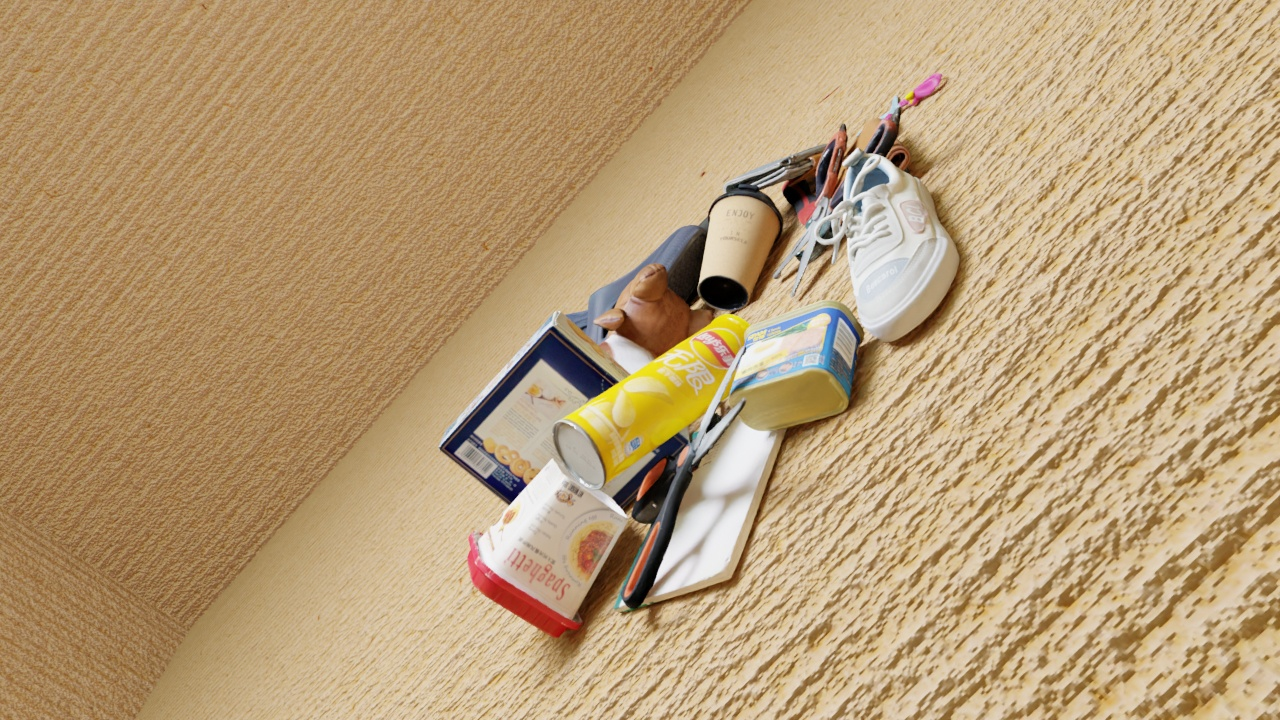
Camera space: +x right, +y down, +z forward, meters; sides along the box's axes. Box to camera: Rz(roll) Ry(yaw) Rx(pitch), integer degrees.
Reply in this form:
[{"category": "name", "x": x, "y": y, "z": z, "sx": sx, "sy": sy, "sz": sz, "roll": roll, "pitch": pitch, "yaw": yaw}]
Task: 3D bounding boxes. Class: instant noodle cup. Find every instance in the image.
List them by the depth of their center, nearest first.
[{"category": "instant noodle cup", "x": -0.082, "y": 0.167, "z": 0.844, "sx": 0.124, "sy": 0.116, "sz": 0.117, "roll": -54, "pitch": 16, "yaw": -3}]

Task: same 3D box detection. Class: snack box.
[{"category": "snack box", "x": -0.075, "y": 0.076, "z": 0.916, "sx": 0.183, "sy": 0.178, "sz": 0.045, "roll": -45, "pitch": 11, "yaw": 16}]

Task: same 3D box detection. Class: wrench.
[{"category": "wrench", "x": 0.197, "y": -0.181, "z": 1.100, "sx": 0.056, "sy": 0.016, "sz": 0.272, "roll": -42, "pitch": 18, "yaw": 21}]

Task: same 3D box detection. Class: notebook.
[{"category": "notebook", "x": 0.059, "y": 0.116, "z": 0.791, "sx": 0.151, "sy": 0.012, "sz": 0.208, "roll": -33, "pitch": 22, "yaw": 47}]

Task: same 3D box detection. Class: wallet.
[{"category": "wallet", "x": 0.235, "y": -0.198, "z": 0.978, "sx": 0.108, "sy": 0.031, "sz": 0.131, "roll": -53, "pitch": 14, "yaw": 25}, {"category": "wallet", "x": 0.182, "y": -0.234, "z": 1.139, "sx": 0.129, "sy": 0.037, "sz": 0.107, "roll": -28, "pitch": 12, "yaw": -40}]

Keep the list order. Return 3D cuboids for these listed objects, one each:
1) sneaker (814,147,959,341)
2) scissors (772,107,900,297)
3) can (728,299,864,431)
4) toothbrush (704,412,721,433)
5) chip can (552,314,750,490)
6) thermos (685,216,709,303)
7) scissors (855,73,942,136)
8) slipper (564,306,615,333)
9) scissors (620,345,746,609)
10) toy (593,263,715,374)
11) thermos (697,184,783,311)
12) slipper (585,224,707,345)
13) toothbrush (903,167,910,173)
[{"category": "sneaker", "x": 0.207, "y": -0.114, "z": 0.789, "sx": 0.090, "sy": 0.090, "sz": 0.241, "roll": -39, "pitch": 19, "yaw": 32}, {"category": "scissors", "x": 0.199, "y": -0.168, "z": 0.953, "sx": 0.189, "sy": 0.015, "sz": 0.222, "roll": -29, "pitch": 39, "yaw": 68}, {"category": "can", "x": 0.128, "y": 0.007, "z": 0.760, "sx": 0.102, "sy": 0.057, "sz": 0.083, "roll": -19, "pitch": 33, "yaw": 36}, {"category": "toothbrush", "x": 0.074, "y": 0.030, "z": 0.928, "sx": 0.018, "sy": 0.014, "sz": 0.188, "roll": -33, "pitch": 16, "yaw": 17}, {"category": "chip can", "x": 0.021, "y": 0.033, "z": 0.837, "sx": 0.212, "sy": 0.072, "sz": 0.072, "roll": -31, "pitch": 5, "yaw": -32}, {"category": "thermos", "x": 0.066, "y": -0.112, "z": 1.209, "sx": 0.243, "sy": 0.068, "sz": 0.090, "roll": -44, "pitch": 36, "yaw": 21}, {"category": "scissors", "x": 0.299, "y": -0.292, "z": 1.085, "sx": 0.134, "sy": 0.017, "sz": 0.134, "roll": -54, "pitch": 15, "yaw": -31}, {"category": "slipper", "x": -0.067, "y": -0.043, "z": 1.340, "sx": 0.252, "sy": 0.095, "sz": 0.105, "roll": -50, "pitch": 13, "yaw": -17}, {"category": "scissors", "x": 0.034, "y": 0.100, "z": 0.750, "sx": 0.231, "sy": 0.021, "sz": 0.221, "roll": -68, "pitch": 8, "yaw": -19}, {"category": "toy", "x": -0.006, "y": 0.006, "z": 0.982, "sx": 0.199, "sy": 0.140, "sz": 0.131, "roll": -53, "pitch": 20, "yaw": -11}, {"category": "thermos", "x": 0.114, "y": -0.131, "z": 1.085, "sx": 0.093, "sy": 0.093, "sz": 0.143, "roll": -30, "pitch": 31, "yaw": 48}, {"category": "slipper", "x": -0.011, "y": -0.059, "z": 1.119, "sx": 0.267, "sy": 0.083, "sz": 0.111, "roll": -57, "pitch": -24, "yaw": -14}, {"category": "toothbrush", "x": 0.268, "y": -0.228, "z": 1.023, "sx": 0.017, "sy": 0.016, "sz": 0.187, "roll": -36, "pitch": 19, "yaw": 14}]
